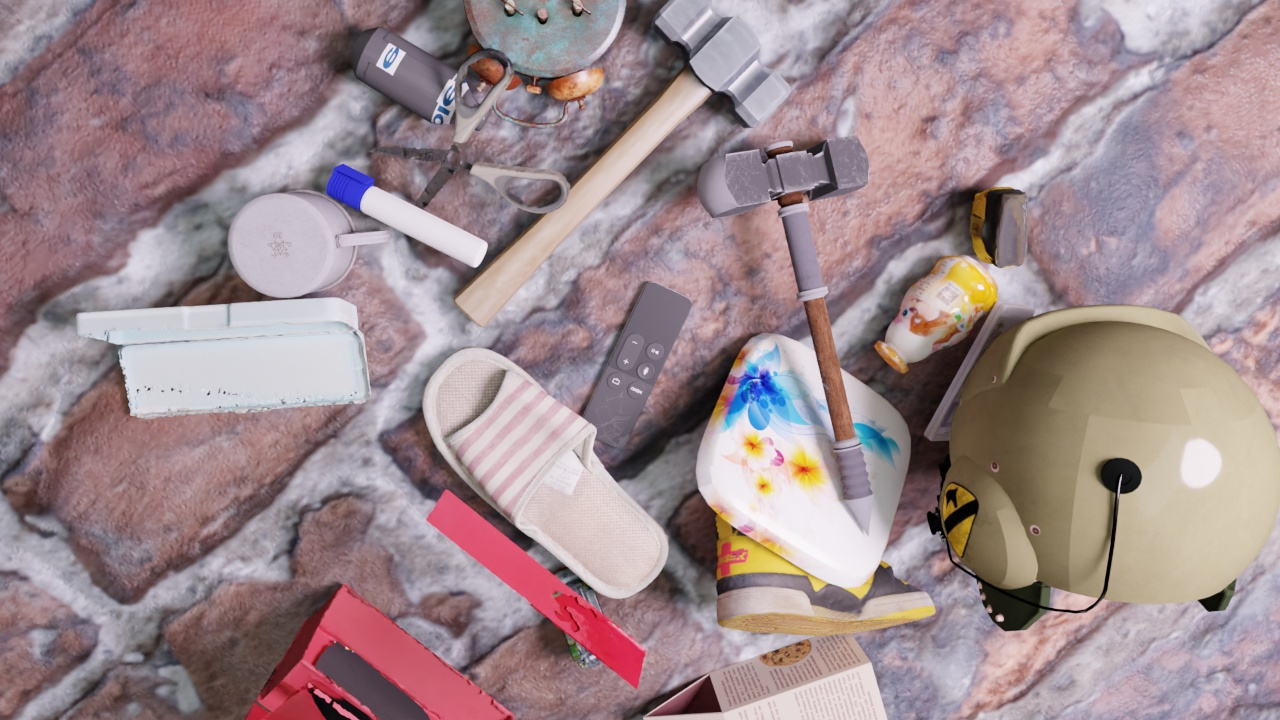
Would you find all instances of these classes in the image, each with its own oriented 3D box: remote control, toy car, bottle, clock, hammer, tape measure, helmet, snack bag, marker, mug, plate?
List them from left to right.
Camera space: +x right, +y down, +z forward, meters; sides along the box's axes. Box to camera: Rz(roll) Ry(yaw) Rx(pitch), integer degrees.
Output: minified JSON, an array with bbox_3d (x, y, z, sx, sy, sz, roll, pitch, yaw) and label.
[{"bbox_3d":[-0.259,-0.094,0.724,0.113,0.070,0.084,-6,101,-3],"label":"mug"},{"bbox_3d":[-0.186,-0.115,0.735,0.133,0.023,0.027,27,120,3],"label":"marker"},{"bbox_3d":[-0.171,-0.217,0.721,0.112,0.047,0.047,30,96,-11],"label":"bottle"},{"bbox_3d":[-0.076,-0.260,0.709,0.121,0.073,0.158,8,101,-7],"label":"clock"},{"bbox_3d":[-0.053,0.228,0.821,0.042,0.036,0.091,-22,90,-9],"label":"toy car"},{"bbox_3d":[-0.030,-0.151,0.750,0.323,0.051,0.117,-44,102,6],"label":"hammer"},{"bbox_3d":[-0.005,0.005,0.798,0.045,0.008,0.147,24,97,-10],"label":"remote control"},{"bbox_3d":[0.114,0.334,0.841,0.206,0.070,0.094,-18,102,-2],"label":"snack bag"},{"bbox_3d":[0.146,0.077,0.768,0.187,0.016,0.186,32,59,-11],"label":"plate"},{"bbox_3d":[0.148,-0.017,0.743,0.155,0.043,0.322,-14,91,-23],"label":"hammer"},{"bbox_3d":[0.252,-0.038,0.788,0.109,0.063,0.063,-44,102,4],"label":"bottle"},{"bbox_3d":[0.295,0.012,0.799,0.050,0.011,0.136,2,120,-38],"label":"remote control"},{"bbox_3d":[0.302,-0.114,0.779,0.037,0.064,0.066,-3,110,2],"label":"tape measure"},{"bbox_3d":[0.351,0.074,0.710,0.250,0.255,0.233,-3,104,-8],"label":"helmet"}]

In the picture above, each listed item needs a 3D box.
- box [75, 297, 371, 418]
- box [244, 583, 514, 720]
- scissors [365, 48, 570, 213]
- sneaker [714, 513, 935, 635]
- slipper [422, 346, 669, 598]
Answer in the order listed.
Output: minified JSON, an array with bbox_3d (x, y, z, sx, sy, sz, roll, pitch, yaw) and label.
[{"bbox_3d":[-0.326,-0.004,0.734,0.197,0.078,0.122,-4,120,-4],"label":"box"},{"bbox_3d":[-0.177,0.300,0.656,0.211,0.379,0.123,42,77,-11],"label":"box"},{"bbox_3d":[-0.132,-0.165,0.711,0.170,0.012,0.158,17,121,1],"label":"scissors"},{"bbox_3d":[0.159,0.175,0.811,0.238,0.086,0.122,13,60,-35],"label":"sneaker"},{"bbox_3d":[-0.077,0.097,0.778,0.115,0.052,0.263,-43,96,0],"label":"slipper"}]
